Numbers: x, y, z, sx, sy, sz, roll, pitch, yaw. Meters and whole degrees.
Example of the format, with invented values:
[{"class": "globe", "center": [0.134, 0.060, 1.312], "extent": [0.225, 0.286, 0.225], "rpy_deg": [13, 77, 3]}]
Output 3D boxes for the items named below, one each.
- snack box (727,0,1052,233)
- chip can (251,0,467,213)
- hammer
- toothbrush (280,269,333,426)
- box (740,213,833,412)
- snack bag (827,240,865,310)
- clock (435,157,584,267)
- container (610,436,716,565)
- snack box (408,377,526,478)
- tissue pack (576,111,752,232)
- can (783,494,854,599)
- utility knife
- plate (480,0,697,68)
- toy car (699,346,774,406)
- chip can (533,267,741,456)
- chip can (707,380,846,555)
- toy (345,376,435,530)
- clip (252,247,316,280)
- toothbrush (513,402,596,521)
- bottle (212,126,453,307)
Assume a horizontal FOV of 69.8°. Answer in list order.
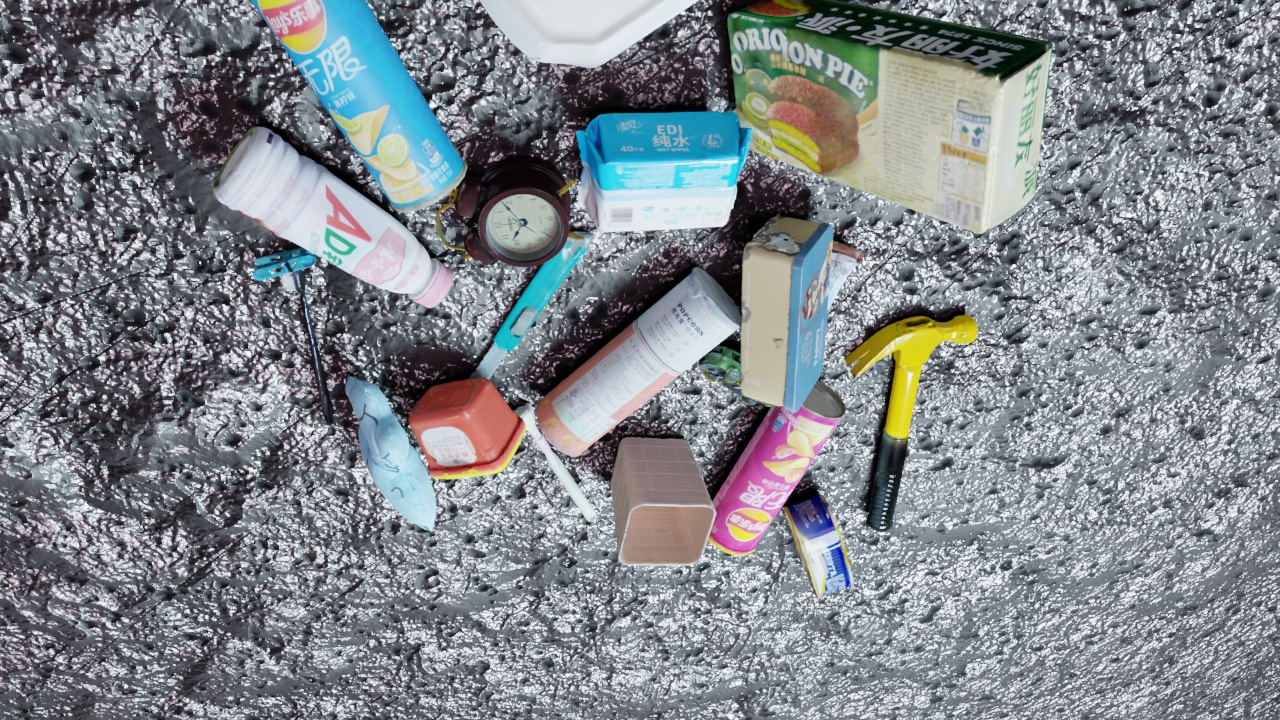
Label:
[{"class": "snack box", "center": [0.169, -0.186, 0.664], "extent": [0.063, 0.240, 0.115], "rpy_deg": [-33, 132, -24]}, {"class": "chip can", "center": [-0.209, -0.213, 0.673], "extent": [0.071, 0.071, 0.210], "rpy_deg": [-24, 128, 7]}, {"class": "hammer", "center": [0.283, 0.079, 1.019], "extent": [0.128, 0.032, 0.301], "rpy_deg": [-7, 128, -5]}, {"class": "toothbrush", "center": [-0.305, -0.009, 0.849], "extent": [0.018, 0.015, 0.181], "rpy_deg": [-1, 127, -2]}, {"class": "box", "center": [0.135, -0.038, 0.851], "extent": [0.061, 0.089, 0.184], "rpy_deg": [13, 130, 26]}, {"class": "snack bag", "center": [0.175, -0.069, 0.886], "extent": [0.048, 0.026, 0.104], "rpy_deg": [20, 123, 3]}, {"class": "clock", "center": [-0.111, -0.121, 0.773], "extent": [0.122, 0.055, 0.082], "rpy_deg": [-8, 129, -2]}, {"class": "container", "center": [0.018, 0.144, 0.968], "extent": [0.090, 0.110, 0.090], "rpy_deg": [3, 126, -13]}, {"class": "snack box", "center": [-0.170, 0.065, 0.885], "extent": [0.091, 0.081, 0.080], "rpy_deg": [-9, 123, 26]}, {"class": "tissue pack", "center": [0.018, -0.157, 0.754], "extent": [0.140, 0.063, 0.090], "rpy_deg": [-4, 150, -6]}, {"class": "can", "center": [0.213, 0.222, 1.090], "extent": [0.049, 0.074, 0.148], "rpy_deg": [-21, 128, 2]}, {"class": "utility knife", "center": [-0.110, -0.040, 0.863], "extent": [0.029, 0.013, 0.216], "rpy_deg": [24, 120, -26]}, {"class": "plate", "center": [0.000, -0.318, 0.655], "extent": [0.266, 0.034, 0.162], "rpy_deg": [-30, 127, 13]}, {"class": "toy car", "center": [0.103, 0.018, 0.929], "extent": [0.091, 0.043, 0.036], "rpy_deg": [35, 73, -25]}, {"class": "chip can", "center": [-0.005, 0.005, 0.881], "extent": [0.215, 0.071, 0.071], "rpy_deg": [-39, 124, 19]}, {"class": "chip can", "center": [0.141, 0.117, 0.996], "extent": [0.071, 0.071, 0.211], "rpy_deg": [14, 123, -21]}, {"class": "toy", "center": [-0.243, 0.092, 0.889], "extent": [0.049, 0.161, 0.156], "rpy_deg": [-30, 173, -21]}, {"class": "clip", "center": [-0.305, -0.084, 0.786], "extent": [0.056, 0.042, 0.014], "rpy_deg": [-15, 131, -1]}, {"class": "toothbrush", "center": [-0.088, 0.116, 0.985], "extent": [0.029, 0.020, 0.190], "rpy_deg": [-44, 132, -18]}, {"class": "bottle", "center": [-0.242, -0.109, 0.753], "extent": [0.068, 0.068, 0.197], "rpy_deg": [-42, 126, 20]}]
